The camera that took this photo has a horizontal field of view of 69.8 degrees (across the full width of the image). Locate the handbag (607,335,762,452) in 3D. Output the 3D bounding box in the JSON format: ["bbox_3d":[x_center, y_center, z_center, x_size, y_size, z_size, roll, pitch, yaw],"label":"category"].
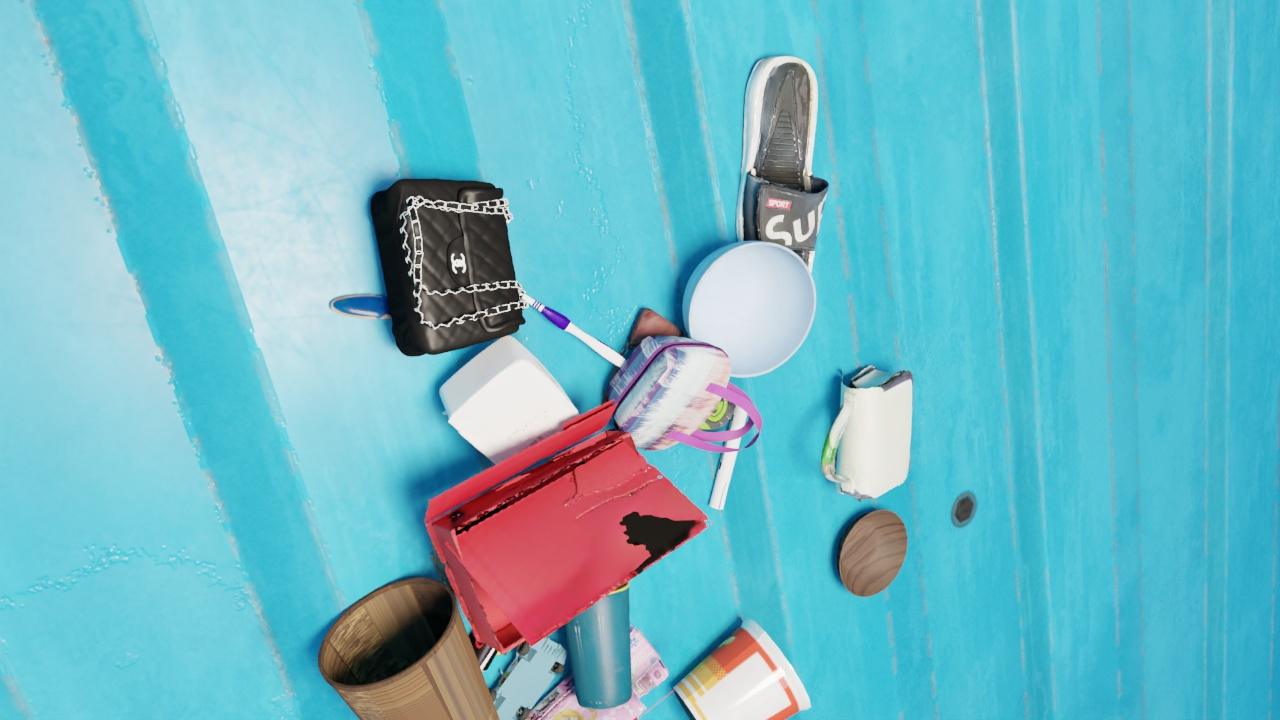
[{"bbox_3d":[0.057,0.051,0.969,0.169,0.068,0.145,25,113,-32],"label":"handbag"}]

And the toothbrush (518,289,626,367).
[{"bbox_3d":[-0.080,-0.039,0.926,0.186,0.016,0.015,34,93,-28],"label":"toothbrush"}]

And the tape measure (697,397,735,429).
[{"bbox_3d":[0.072,0.048,1.031,0.065,0.036,0.058,-2,92,-27],"label":"tape measure"}]

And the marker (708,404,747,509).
[{"bbox_3d":[0.105,0.109,1.072,0.017,0.020,0.133,12,95,-30],"label":"marker"}]

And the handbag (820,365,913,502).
[{"bbox_3d":[0.260,0.093,1.117,0.175,0.074,0.151,-20,113,-46],"label":"handbag"}]

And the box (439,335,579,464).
[{"bbox_3d":[-0.136,0.033,0.895,0.102,0.102,0.108,-39,129,2],"label":"box"}]

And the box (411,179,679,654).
[{"bbox_3d":[-0.078,0.055,0.789,0.212,0.128,0.426,-26,134,-31],"label":"box"}]

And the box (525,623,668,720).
[{"bbox_3d":[-0.067,0.399,1.009,0.230,0.063,0.084,-39,117,-17],"label":"box"}]

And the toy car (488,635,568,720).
[{"bbox_3d":[-0.128,0.340,0.981,0.060,0.027,0.107,40,84,-31],"label":"toy car"}]

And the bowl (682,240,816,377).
[{"bbox_3d":[0.106,-0.063,0.996,0.150,0.075,0.151,-8,113,-20],"label":"bowl"}]

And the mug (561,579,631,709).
[{"bbox_3d":[-0.044,0.301,0.976,0.078,0.078,0.121,-6,89,-29],"label":"mug"}]

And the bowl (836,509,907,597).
[{"bbox_3d":[0.297,0.249,1.208,0.119,0.032,0.119,-7,104,-29],"label":"bowl"}]

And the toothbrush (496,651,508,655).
[{"bbox_3d":[-0.099,0.227,0.974,0.031,0.031,0.196,34,87,-28],"label":"toothbrush"}]

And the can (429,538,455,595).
[{"bbox_3d":[-0.150,0.183,0.910,0.104,0.068,0.068,-20,110,-25],"label":"can"}]

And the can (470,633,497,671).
[{"bbox_3d":[-0.152,0.278,0.950,0.031,0.031,0.080,34,83,-31],"label":"can"}]

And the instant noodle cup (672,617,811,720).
[{"bbox_3d":[0.114,0.393,1.088,0.121,0.123,0.123,-32,115,-13],"label":"instant noodle cup"}]

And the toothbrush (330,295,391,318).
[{"bbox_3d":[-0.217,-0.048,0.850,0.134,0.017,0.021,2,83,-31],"label":"toothbrush"}]

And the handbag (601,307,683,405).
[{"bbox_3d":[-0.006,0.006,0.984,0.055,0.029,0.119,33,89,-26],"label":"handbag"}]

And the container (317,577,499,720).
[{"bbox_3d":[-0.208,0.316,0.876,0.132,0.132,0.167,-30,120,-22],"label":"container"}]

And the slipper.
[{"bbox_3d":[0.165,-0.201,1.016,0.111,0.063,0.264,-6,101,-29],"label":"slipper"}]

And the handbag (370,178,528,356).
[{"bbox_3d":[-0.157,-0.088,0.813,0.124,0.115,0.153,-13,92,-34],"label":"handbag"}]
